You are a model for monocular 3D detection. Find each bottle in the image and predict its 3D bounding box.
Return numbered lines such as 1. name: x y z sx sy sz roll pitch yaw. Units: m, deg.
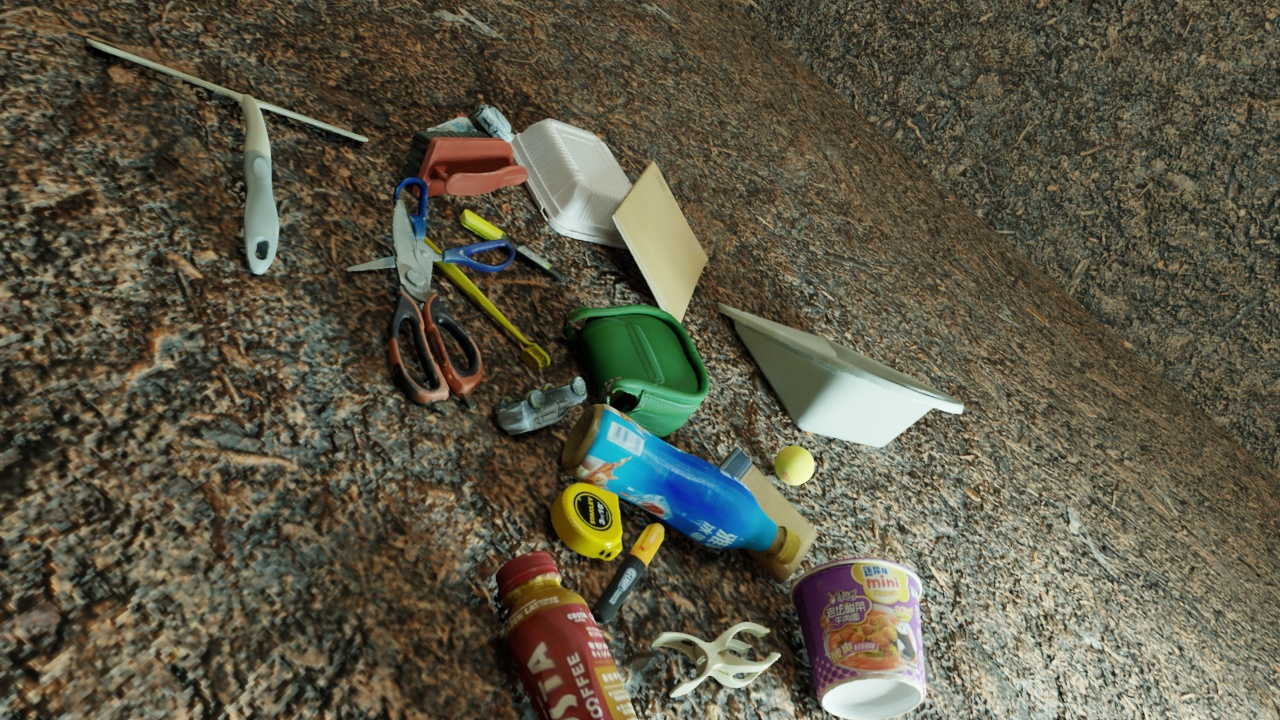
1. bottle: -0.041 0.202 0.569 0.057 0.058 0.174 5 45 -46
2. bottle: 0.040 0.112 0.770 0.218 0.065 0.065 30 31 -16

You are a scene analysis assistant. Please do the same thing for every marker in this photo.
1. marker: -0.007 0.162 0.706 0.018 0.015 0.123 39 31 3
2. marker: -0.129 -0.115 0.935 0.124 0.015 0.018 32 32 -22

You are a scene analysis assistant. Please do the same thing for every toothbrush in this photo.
1. toothbrush: -0.153 -0.060 0.830 0.190 0.016 0.016 44 36 5

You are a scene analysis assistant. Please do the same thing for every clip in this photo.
1. clip: 0.057 0.222 0.683 0.100 0.035 0.076 9 43 -36

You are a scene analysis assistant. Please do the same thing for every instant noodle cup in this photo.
1. instant noodle cup: 0.182 0.231 0.750 0.111 0.112 0.099 27 39 -23
2. instant noodle cup: -0.073 -0.219 1.093 0.137 0.060 0.173 6 43 -45

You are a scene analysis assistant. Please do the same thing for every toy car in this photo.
1. toy car: -0.167 -0.268 1.042 0.049 0.031 0.105 45 4 -22
2. toy car: -0.081 0.037 0.762 0.090 0.043 0.034 -20 92 -54

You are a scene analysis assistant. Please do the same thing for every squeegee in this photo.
1. squeegee: -0.319 -0.166 0.755 0.246 0.039 0.246 14 40 -39

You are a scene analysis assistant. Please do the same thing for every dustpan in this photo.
1. dustpan: 0.255 0.000 1.102 0.222 0.143 0.257 15 40 -39

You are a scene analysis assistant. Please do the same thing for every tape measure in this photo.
1. tape measure: -0.042 0.123 0.702 0.057 0.029 0.060 25 33 -28

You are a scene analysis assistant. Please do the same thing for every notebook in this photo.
1. notebook: 0.028 -0.143 1.092 0.149 0.012 0.211 60 24 -19

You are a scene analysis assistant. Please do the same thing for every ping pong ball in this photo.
1. ping pong ball: 0.158 0.108 0.943 0.040 0.040 0.040 29 32 -20

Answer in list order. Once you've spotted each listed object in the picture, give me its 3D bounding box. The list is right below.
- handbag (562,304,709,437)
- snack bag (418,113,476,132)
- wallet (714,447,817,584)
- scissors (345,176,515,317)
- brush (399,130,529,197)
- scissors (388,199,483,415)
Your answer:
1. handbag: -0.005 0.005 0.863 0.120 0.068 0.131 12 41 -40
2. snack bag: -0.206 -0.246 1.005 0.045 0.026 0.105 50 29 -10
3. wallet: 0.107 0.141 0.851 0.115 0.033 0.090 45 33 5
4. scissors: -0.186 -0.100 0.821 0.162 0.012 0.175 5 53 -33
5. brush: -0.174 -0.199 0.945 0.069 0.063 0.145 36 26 15
6. scissors: -0.174 -0.053 0.770 0.177 0.015 0.209 35 38 -12
